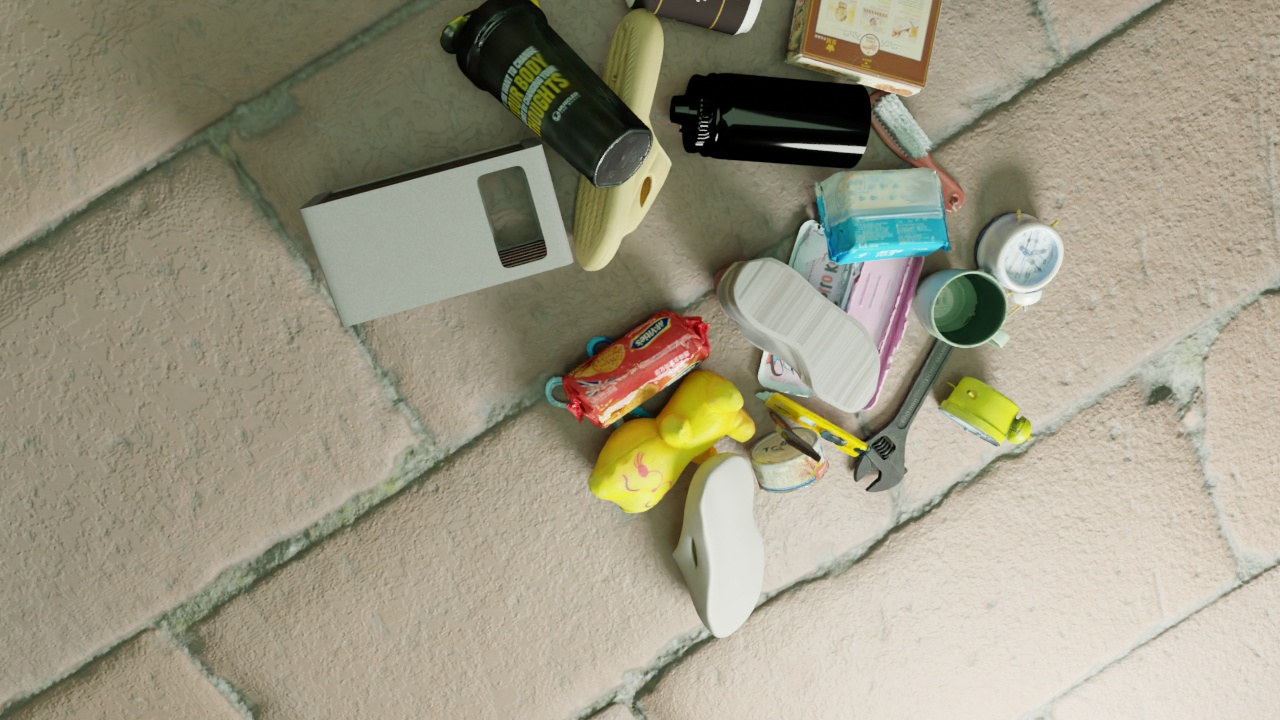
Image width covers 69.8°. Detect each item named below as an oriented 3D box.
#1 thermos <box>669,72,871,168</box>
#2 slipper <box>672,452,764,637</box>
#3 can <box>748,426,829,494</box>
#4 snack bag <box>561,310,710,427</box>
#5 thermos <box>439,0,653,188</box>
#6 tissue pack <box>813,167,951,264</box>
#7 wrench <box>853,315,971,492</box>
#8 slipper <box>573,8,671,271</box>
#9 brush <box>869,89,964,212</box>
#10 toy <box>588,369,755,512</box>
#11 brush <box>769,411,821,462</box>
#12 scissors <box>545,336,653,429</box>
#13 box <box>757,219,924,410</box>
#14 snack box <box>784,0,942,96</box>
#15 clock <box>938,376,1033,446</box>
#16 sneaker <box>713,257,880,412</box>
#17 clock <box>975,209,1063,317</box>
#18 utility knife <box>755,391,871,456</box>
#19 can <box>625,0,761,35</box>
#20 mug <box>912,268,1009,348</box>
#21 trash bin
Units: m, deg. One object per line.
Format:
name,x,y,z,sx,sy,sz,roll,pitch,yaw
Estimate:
thermos,0.126,-0.248,0.944,0.198,0.086,0.086,2,107,-11
slipper,0.082,0.209,1.085,0.112,0.081,0.266,-38,134,-33
can,0.172,0.116,1.069,0.086,0.086,0.043,-22,108,-3
snack bag,-0.006,0.006,1.000,0.176,0.082,0.082,-33,110,-7
thermos,-0.085,-0.255,0.854,0.098,0.098,0.221,-46,71,5
tissue pack,0.258,-0.156,0.989,0.144,0.062,0.093,-6,82,-11
wrench,0.336,0.039,1.109,0.073,0.018,0.273,25,100,-8
slipper,-0.005,-0.212,0.920,0.079,0.111,0.262,6,108,-20
brush,0.310,-0.228,1.014,0.041,0.030,0.172,-43,110,5
toy,0.029,0.087,1.026,0.194,0.087,0.134,-39,151,4
brush,0.165,0.079,1.024,0.045,0.143,0.008,31,98,-9
scissors,-0.033,0.031,1.044,0.140,0.013,0.118,26,97,-17
box,0.228,-0.049,1.055,0.152,0.037,0.201,14,105,-5
snack box,0.232,-0.360,0.936,0.143,0.041,0.147,10,93,-14
clock,0.416,0.068,1.101,0.119,0.083,0.057,33,92,-16
sneaker,0.168,-0.033,1.013,0.236,0.089,0.099,42,86,-26
clock,0.435,-0.110,1.065,0.088,0.052,0.125,11,108,-15
utility knife,0.205,0.075,1.090,0.159,0.017,0.031,31,135,-9
can,0.051,-0.369,0.900,0.128,0.072,0.072,10,105,-14
mug,0.363,-0.054,1.032,0.111,0.104,0.084,37,97,-6
trash bin,-0.196,-0.131,0.906,0.229,0.114,0.114,-16,109,-5
